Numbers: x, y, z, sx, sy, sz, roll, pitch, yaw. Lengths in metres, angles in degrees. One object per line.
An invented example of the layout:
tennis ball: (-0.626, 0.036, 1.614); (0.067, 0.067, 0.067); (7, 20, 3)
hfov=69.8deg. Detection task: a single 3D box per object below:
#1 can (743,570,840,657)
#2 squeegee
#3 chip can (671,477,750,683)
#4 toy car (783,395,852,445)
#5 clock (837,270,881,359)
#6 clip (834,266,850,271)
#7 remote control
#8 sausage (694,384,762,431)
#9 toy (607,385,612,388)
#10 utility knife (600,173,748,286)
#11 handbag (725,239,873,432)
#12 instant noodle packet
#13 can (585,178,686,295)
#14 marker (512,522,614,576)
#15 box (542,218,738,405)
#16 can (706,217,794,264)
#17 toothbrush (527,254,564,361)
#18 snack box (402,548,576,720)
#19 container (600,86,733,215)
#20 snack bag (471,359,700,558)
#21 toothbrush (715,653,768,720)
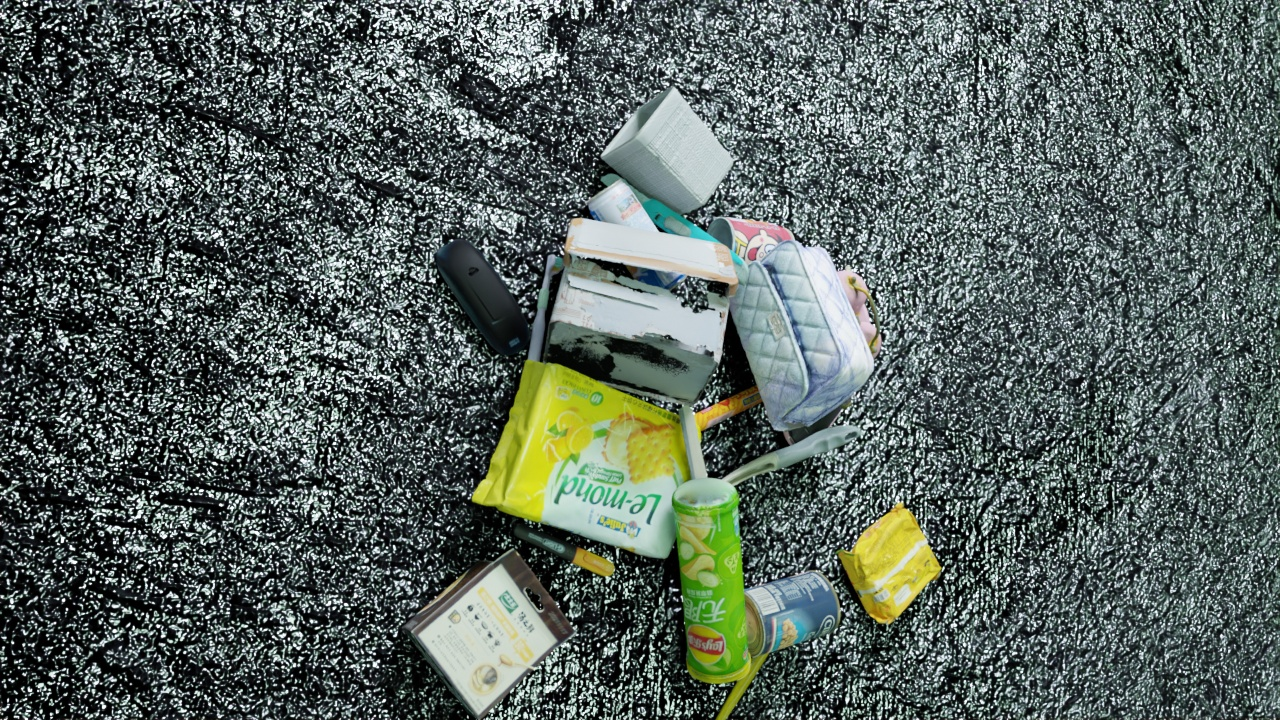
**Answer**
can: (0.164, 0.292, 1.062); (0.111, 0.075, 0.075); (-7, 86, -28)
squeegee: (0.155, 0.122, 1.077); (0.246, 0.039, 0.247); (-21, 114, -25)
chip can: (0.077, 0.236, 0.990); (0.072, 0.073, 0.221); (-15, 108, -29)
toy car: (0.219, 0.062, 1.143); (0.122, 0.037, 0.056); (-47, 115, -26)
clock: (0.232, -0.044, 1.094); (0.059, 0.159, 0.117); (-14, 87, -21)
clip: (0.250, -0.075, 1.162); (0.034, 0.084, 0.104); (1, 72, -28)
remote control: (-0.163, -0.067, 0.966); (0.053, 0.024, 0.136); (-39, 101, -25)
sausage: (0.119, 0.051, 1.101); (0.164, 0.021, 0.021); (-23, 94, -29)
toy: (-0.006, 0.006, 1.039); (0.091, 0.030, 0.096); (18, 68, -30)
utility knife: (0.041, -0.154, 1.054); (0.207, 0.013, 0.029); (35, 84, 4)
handbag: (0.171, -0.033, 1.034); (0.075, 0.135, 0.193); (9, 51, -35)
instant noodle packet: (0.315, 0.258, 1.165); (0.128, 0.044, 0.111); (-29, 91, -31)
can: (-0.005, -0.137, 1.042); (0.053, 0.053, 0.134); (-39, 102, -26)
marker: (-0.081, 0.202, 0.979); (0.124, 0.015, 0.018); (28, 67, -20)
box: (0.001, -0.076, 0.964); (0.182, 0.153, 0.177); (14, 63, -4)
can: (0.132, -0.135, 1.107); (0.093, 0.067, 0.066); (3, 82, -28)
toothbrush: (-0.109, -0.022, 0.993); (0.021, 0.029, 0.189); (7, 79, 14)
snack box: (-0.149, 0.268, 0.912); (0.125, 0.053, 0.113); (-39, 101, -27)
container: (0.034, -0.234, 1.058); (0.114, 0.090, 0.090); (43, 67, -20)
snack bag: (-0.046, 0.108, 0.974); (0.246, 0.068, 0.158); (25, 76, -32)
toothbrush: (0.106, 0.394, 1.051); (0.015, 0.017, 0.189); (46, 65, -16)
